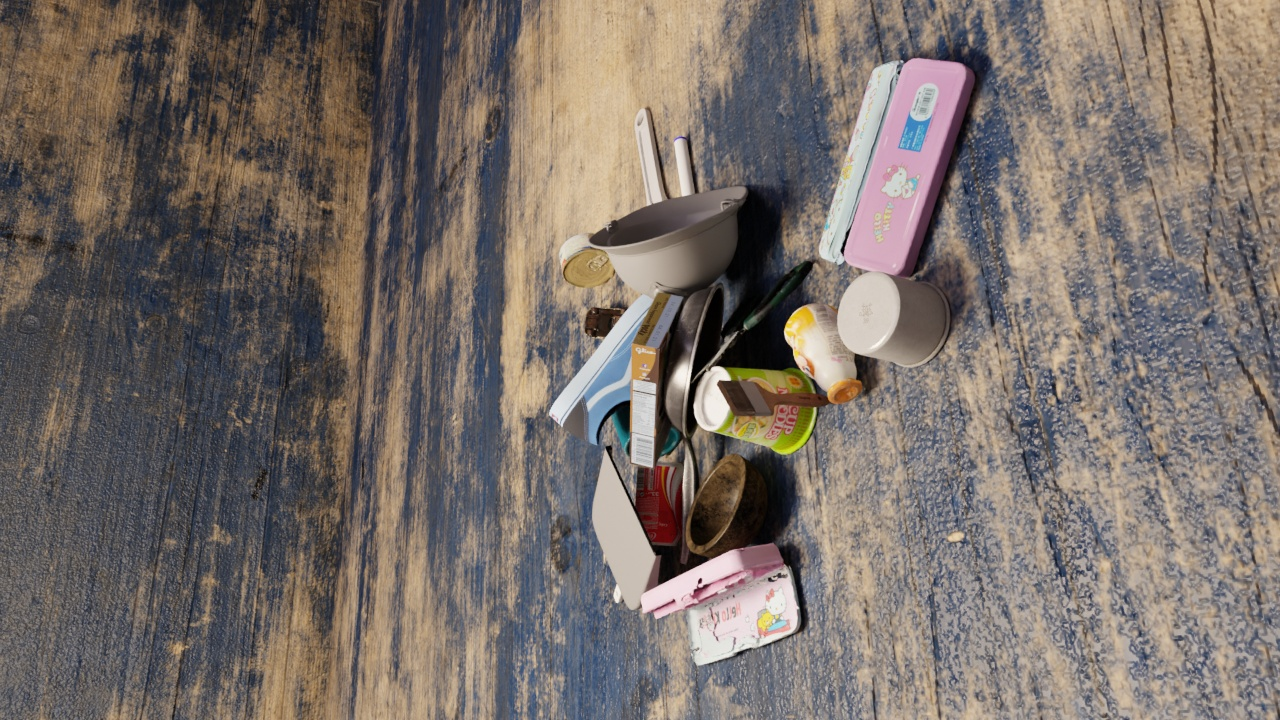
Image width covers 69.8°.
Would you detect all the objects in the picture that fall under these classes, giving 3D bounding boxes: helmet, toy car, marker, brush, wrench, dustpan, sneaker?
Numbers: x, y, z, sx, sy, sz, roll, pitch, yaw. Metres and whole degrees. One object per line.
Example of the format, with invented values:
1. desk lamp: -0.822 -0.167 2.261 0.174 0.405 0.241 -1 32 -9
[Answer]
1. helmet: 0.049 -0.129 1.132 0.184 0.270 0.118 -6 109 27
2. toy car: -0.040 -0.055 1.395 0.113 0.040 0.048 7 87 42
3. marker: 0.064 -0.253 1.289 0.020 0.020 0.141 -40 48 48
4. brush: 0.143 0.039 0.942 0.008 0.142 0.045 -58 45 36
5. wrench: 0.013 -0.271 1.387 0.087 0.018 0.272 -48 41 45
6. dustpan: -0.021 0.249 1.193 0.258 0.033 0.163 104 147 -45
7. sneaker: -0.007 0.007 1.191 0.241 0.098 0.083 -52 -8 -10

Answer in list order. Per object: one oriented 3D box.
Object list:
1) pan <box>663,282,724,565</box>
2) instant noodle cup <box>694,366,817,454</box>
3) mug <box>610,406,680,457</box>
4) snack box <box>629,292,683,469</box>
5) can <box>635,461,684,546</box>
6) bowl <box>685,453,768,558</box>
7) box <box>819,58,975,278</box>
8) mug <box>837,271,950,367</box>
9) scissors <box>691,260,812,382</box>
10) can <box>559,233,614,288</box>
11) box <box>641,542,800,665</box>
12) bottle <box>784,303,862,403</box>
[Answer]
1. pan: 0.060 0.081 1.107 0.187 0.055 0.357 -42 -38 -70
2. instant noodle cup: 0.123 0.049 1.010 0.099 0.107 0.098 -24 61 54
3. mug: 0.009 0.060 1.228 0.114 0.083 0.107 -52 40 33
4. snack box: 0.018 0.026 1.079 0.100 0.032 0.186 -65 -18 -48
5. can: 0.025 0.184 1.180 0.064 0.064 0.104 -13 70 58
6. bowl: 0.107 0.172 1.041 0.121 0.056 0.121 -55 17 26
7. box: 0.248 -0.197 0.935 0.150 0.048 0.214 34 111 62
8. mug: 0.232 -0.038 0.886 0.113 0.070 0.084 -9 74 57
9. scissors: 0.126 -0.047 1.016 0.147 0.015 0.209 -35 11 38
10. can: -0.084 -0.157 1.449 0.086 0.086 0.043 -53 38 39
11. box: 0.090 0.284 1.032 0.202 0.086 0.102 -41 60 48
12. bottle: 0.193 -0.007 0.953 0.063 0.063 0.108 -54 40 38
